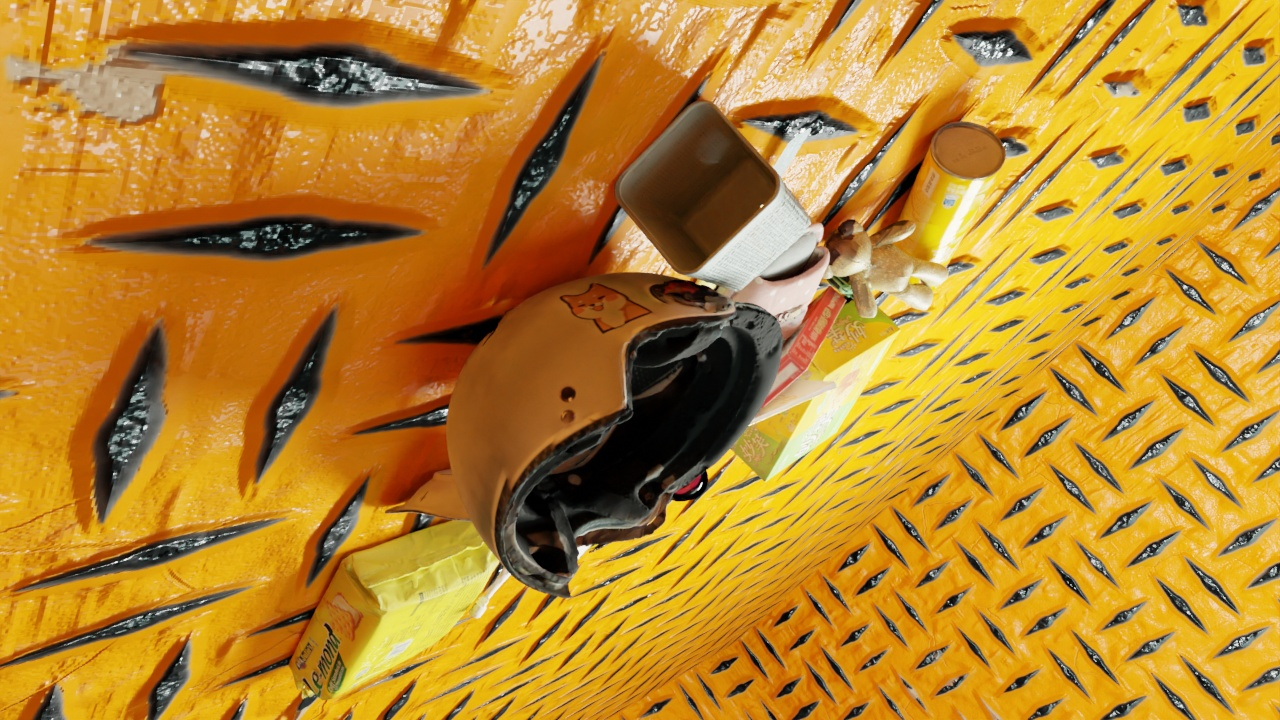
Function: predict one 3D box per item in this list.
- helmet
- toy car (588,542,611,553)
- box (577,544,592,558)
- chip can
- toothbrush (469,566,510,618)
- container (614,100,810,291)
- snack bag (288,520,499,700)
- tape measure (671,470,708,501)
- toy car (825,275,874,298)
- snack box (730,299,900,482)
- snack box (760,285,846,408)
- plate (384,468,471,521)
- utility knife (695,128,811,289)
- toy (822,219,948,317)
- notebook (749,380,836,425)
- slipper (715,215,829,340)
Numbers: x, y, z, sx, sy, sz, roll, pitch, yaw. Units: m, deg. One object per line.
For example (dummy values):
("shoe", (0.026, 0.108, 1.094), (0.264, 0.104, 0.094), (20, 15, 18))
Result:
("helmet", (-0.034, 0.027, 0.677), (0.273, 0.157, 0.231), (-33, 149, -40))
("toy car", (-0.038, 0.188, 1.137), (0.071, 0.041, 0.156), (-23, 153, -32))
("box", (-0.072, 0.168, 1.024), (0.089, 0.062, 0.185), (-3, 142, -53))
("chip can", (0.303, -0.147, 0.946), (0.072, 0.072, 0.214), (-31, 156, -15))
("toothbrush", (-0.151, 0.237, 1.015), (0.016, 0.016, 0.180), (-59, 177, 14))
("container", (0.056, -0.107, 0.640), (0.090, 0.090, 0.111), (-43, 160, 14))
("snack bag", (-0.248, 0.256, 0.926), (0.157, 0.068, 0.247), (-12, 148, -45))
("tape measure", (0.057, 0.152, 1.184), (0.058, 0.057, 0.039), (-31, 158, 7))
("toy car", (0.226, -0.089, 0.980), (0.091, 0.043, 0.036), (-7, 143, -51))
("snack box", (0.212, 0.037, 1.132), (0.157, 0.070, 0.211), (-27, 150, -36))
("snack box", (0.162, -0.016, 0.952), (0.075, 0.025, 0.152), (-47, -178, 40))
("plate", (-0.121, 0.109, 0.788), (0.163, 0.034, 0.165), (-2, 178, -42))
("utility knife", (0.085, -0.108, 0.767), (0.030, 0.022, 0.217), (-20, 159, -37))
("toy", (0.245, -0.094, 0.920), (0.157, 0.066, 0.105), (16, 113, -30))
("notebook", (0.088, 0.051, 0.976), (0.205, 0.010, 0.146), (-19, -167, -37))
("slipper", (0.113, -0.036, 0.903), (0.114, 0.054, 0.275), (-24, 156, -29))
